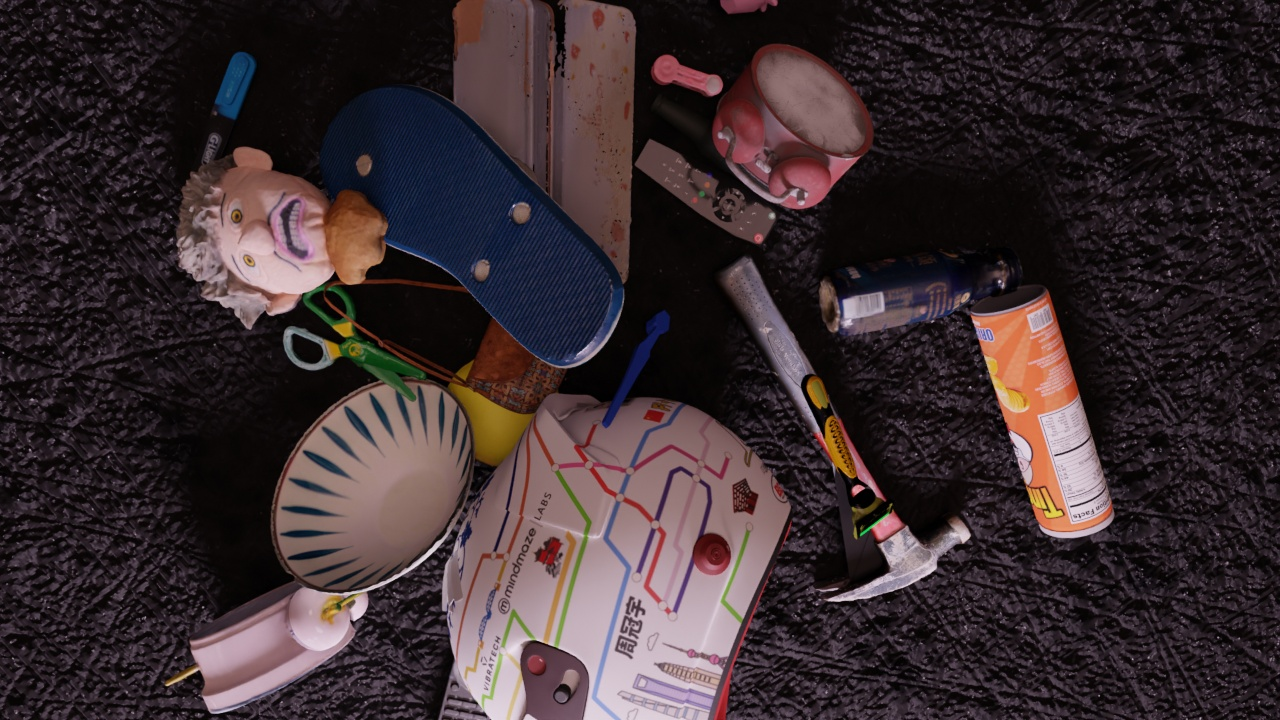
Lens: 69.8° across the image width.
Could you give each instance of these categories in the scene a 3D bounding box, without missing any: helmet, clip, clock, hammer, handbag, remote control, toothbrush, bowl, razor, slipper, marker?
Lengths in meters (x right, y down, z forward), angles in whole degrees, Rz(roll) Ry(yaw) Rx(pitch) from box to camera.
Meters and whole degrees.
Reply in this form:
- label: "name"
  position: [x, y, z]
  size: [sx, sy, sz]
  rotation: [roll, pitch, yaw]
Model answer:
- label: "helmet"
  position: [-0.027, 0.178, 0.680]
  size: [0.236, 0.230, 0.314]
  rotation: [14, 95, 10]
- label: "clip"
  position: [0.037, -0.221, 0.712]
  size: [0.059, 0.039, 0.022]
  rotation: [14, 95, -13]
- label: "clock"
  position: [-0.274, 0.210, 0.718]
  size: [0.158, 0.117, 0.059]
  rotation: [-25, 93, 1]
- label: "hammer"
  position: [0.149, 0.060, 0.779]
  size: [0.140, 0.036, 0.326]
  rotation: [-32, 102, -1]
- label: "handbag"
  position: [-0.148, -0.029, 0.708]
  size: [0.196, 0.043, 0.093]
  rotation: [20, 59, -5]
- label: "remote control"
  position: [-0.144, 0.277, 0.793]
  size: [0.045, 0.021, 0.140]
  rotation: [15, 94, -10]
- label: "toothbrush"
  position: [-0.004, 0.004, 0.680]
  size: [0.011, 0.186, 0.016]
  rotation: [-33, 104, 27]
- label: "bowl"
  position: [-0.191, 0.105, 0.714]
  size: [0.177, 0.177, 0.071]
  rotation: [-35, 142, 1]
- label: "razor"
  position: [0.166, 0.075, 0.756]
  size: [0.044, 0.021, 0.144]
  rotation: [-30, 103, -22]
- label: "slipper"
  position: [-0.116, -0.104, 0.657]
  size: [0.295, 0.060, 0.118]
  rotation: [39, 110, 22]
- label: "clock"
  position: [0.105, -0.164, 0.681]
  size: [0.110, 0.156, 0.062]
  rotation: [39, 138, -4]
- label: "remote control"
  position: [0.053, -0.137, 0.743]
  size: [0.124, 0.010, 0.039]
  rotation: [29, 96, -11]
- label: "marker"
  position: [-0.318, -0.174, 0.692]
  size: [0.018, 0.015, 0.123]
  rotation: [23, 99, -14]

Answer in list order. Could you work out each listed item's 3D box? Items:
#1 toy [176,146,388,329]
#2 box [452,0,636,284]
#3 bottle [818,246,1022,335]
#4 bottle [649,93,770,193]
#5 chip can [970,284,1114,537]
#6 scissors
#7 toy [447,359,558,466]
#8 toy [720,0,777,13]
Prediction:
- label: "toy"
  position: [-0.265, -0.088, 0.663]
  size: [0.176, 0.076, 0.133]
  rotation: [-2, 107, 17]
- label: "box"
  position: [-0.072, -0.164, 0.711]
  size: [0.121, 0.094, 0.217]
  rotation: [6, 101, 21]
- label: "bottle"
  position: [0.230, -0.060, 0.754]
  size: [0.160, 0.056, 0.056]
  rotation: [-11, 101, -4]
- label: "bottle"
  position: [0.063, -0.172, 0.726]
  size: [0.123, 0.033, 0.033]
  rotation: [30, 96, -10]
- label: "chip can"
  position: [0.343, 0.044, 0.782]
  size: [0.062, 0.062, 0.210]
  rotation: [-23, 102, -2]
- label: "scissors"
  position: [-0.225, 0.001, 0.716]
  size: [0.132, 0.013, 0.078]
  rotation: [41, 98, 9]
- label: "toy"
  position: [-0.111, 0.040, 0.742]
  size: [0.095, 0.041, 0.094]
  rotation: [18, 92, -8]
- label: "toy"
  position: [0.084, -0.346, 0.680]
  size: [0.123, 0.067, 0.157]
  rotation: [-24, 106, -3]
